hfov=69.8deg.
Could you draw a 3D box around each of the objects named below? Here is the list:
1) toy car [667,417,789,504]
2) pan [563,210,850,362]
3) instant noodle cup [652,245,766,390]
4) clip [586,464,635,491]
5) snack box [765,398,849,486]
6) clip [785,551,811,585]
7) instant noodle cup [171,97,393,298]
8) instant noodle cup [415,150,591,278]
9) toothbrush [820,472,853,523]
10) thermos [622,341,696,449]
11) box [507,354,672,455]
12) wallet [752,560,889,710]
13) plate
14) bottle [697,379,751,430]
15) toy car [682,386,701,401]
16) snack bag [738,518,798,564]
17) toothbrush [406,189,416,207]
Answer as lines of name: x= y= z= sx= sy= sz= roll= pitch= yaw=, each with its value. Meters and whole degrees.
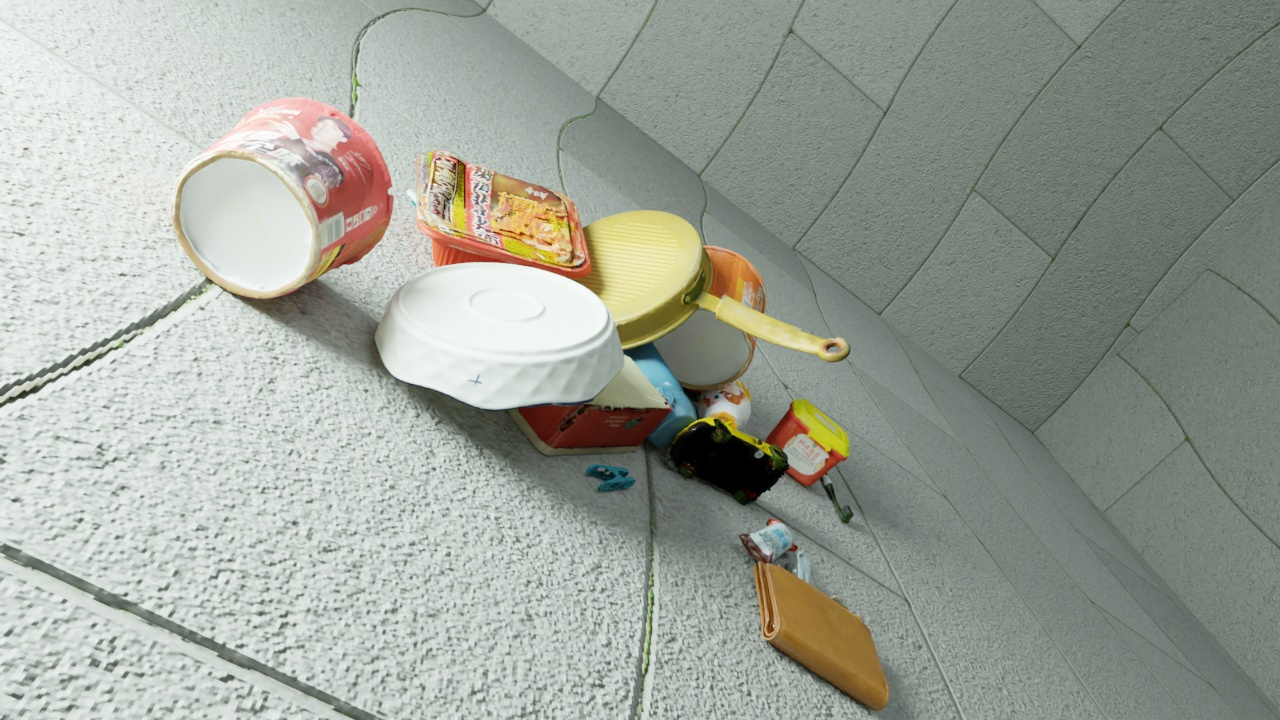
toy car: x=0.092 y=0.102 z=0.962 sx=0.155 sy=0.071 sz=0.041 roll=26 pitch=24 yaw=-35
pan: x=0.050 y=-0.064 z=0.979 sx=0.358 sy=0.197 sz=0.078 roll=13 pitch=-36 yaw=32
instant noodle cup: x=0.073 y=-0.044 z=1.081 sx=0.151 sy=0.152 sz=0.111 roll=34 pitch=33 yaw=-17
clip: x=-0.025 y=0.104 z=0.816 sx=0.041 sy=0.014 sz=0.056 roll=50 pitch=20 yaw=27
snack box: x=0.210 y=0.107 z=1.170 sx=0.091 sy=0.080 sz=0.082 roll=39 pitch=17 yaw=-3
clip: x=0.158 y=0.218 z=0.911 sx=0.024 sy=0.028 sz=0.056 roll=30 pitch=29 yaw=-21
instant noodle cup: x=-0.267 y=-0.117 z=0.680 sx=0.138 sy=0.138 sz=0.108 roll=36 pitch=25 yaw=-11
instant noodle cup: x=-0.152 y=-0.138 z=0.973 sx=0.188 sy=0.079 sz=0.164 roll=13 pitch=36 yaw=-22
toothbrush: x=0.251 y=0.158 z=1.233 sx=0.012 sy=0.017 sz=0.185 roll=30 pitch=20 yaw=-20
thermos: x=-0.006 y=0.006 z=1.002 sx=0.070 sy=0.070 sz=0.220 roll=24 pitch=24 yaw=-41
box: x=-0.044 y=0.029 z=0.850 sx=0.091 sy=0.079 sz=0.168 roll=49 pitch=20 yaw=24
wallet: x=0.161 y=0.243 z=0.827 sx=0.132 sy=0.031 sz=0.107 roll=36 pitch=21 yaw=-16
plate: x=-0.112 y=-0.028 z=0.755 sx=0.205 sy=0.046 sz=0.204 roll=7 pitch=26 yaw=-4
bottle: x=0.099 y=0.060 z=1.087 sx=0.063 sy=0.063 sz=0.108 roll=38 pitch=18 yaw=-5
toy car: x=0.093 y=0.028 z=1.185 sx=0.120 sy=0.045 sz=0.053 roll=19 pitch=29 yaw=-53
snack bag: x=0.130 y=0.183 z=0.917 sx=0.045 sy=0.026 sz=0.105 roll=55 pitch=22 yaw=15
toothbrush: x=-0.204 y=-0.131 z=1.012 sx=0.191 sy=0.018 sz=0.016 roll=48 pitch=20 yaw=22
